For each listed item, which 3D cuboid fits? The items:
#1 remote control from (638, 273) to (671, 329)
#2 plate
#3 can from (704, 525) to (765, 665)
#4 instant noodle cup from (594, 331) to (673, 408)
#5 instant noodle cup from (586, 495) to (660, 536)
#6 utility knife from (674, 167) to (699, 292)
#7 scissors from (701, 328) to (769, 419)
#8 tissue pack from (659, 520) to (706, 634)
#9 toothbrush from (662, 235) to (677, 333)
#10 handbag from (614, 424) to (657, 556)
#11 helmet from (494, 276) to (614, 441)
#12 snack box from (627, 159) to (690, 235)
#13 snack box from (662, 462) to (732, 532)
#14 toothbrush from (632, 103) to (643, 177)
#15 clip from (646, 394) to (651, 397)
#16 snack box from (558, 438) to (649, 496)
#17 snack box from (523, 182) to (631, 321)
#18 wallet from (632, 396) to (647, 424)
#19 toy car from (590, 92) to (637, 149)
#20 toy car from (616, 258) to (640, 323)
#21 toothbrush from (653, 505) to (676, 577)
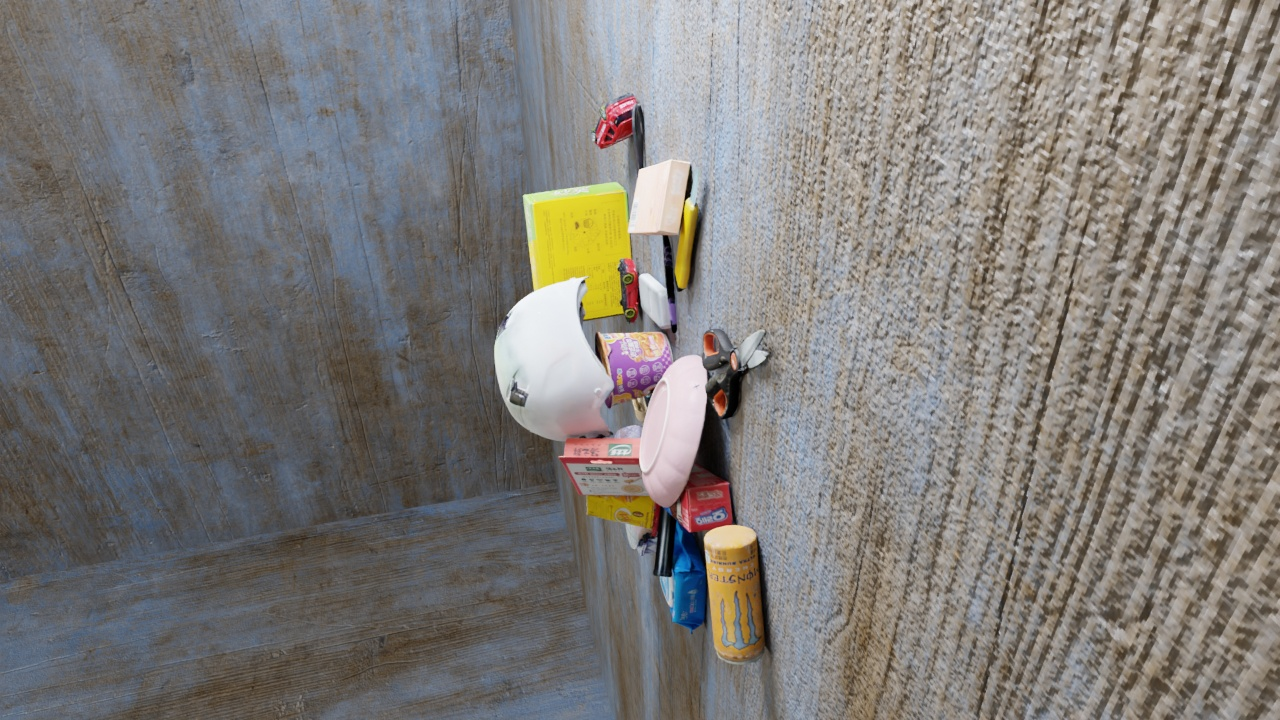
[{"bbox_3d":[0.021,-0.085,1.294,0.136,0.020,0.056,-128,32,-70],"label":"remote control"},{"bbox_3d":[0.034,0.083,1.135,0.192,0.039,0.192,-168,91,-79],"label":"plate"},{"bbox_3d":[0.106,0.260,1.022,0.058,0.058,0.146,-134,36,-73],"label":"can"},{"bbox_3d":[-0.008,0.008,1.312,0.111,0.099,0.111,171,91,-80],"label":"instant noodle cup"},{"bbox_3d":[-0.015,0.190,1.364,0.116,0.123,0.116,95,-179,-58],"label":"instant noodle cup"},{"bbox_3d":[0.057,-0.148,1.058,0.207,0.015,0.033,97,162,-56],"label":"utility knife"},{"bbox_3d":[0.094,-0.011,0.959,0.234,0.021,0.162,96,162,-56],"label":"scissors"},{"bbox_3d":[0.060,0.318,1.336,0.095,0.052,0.157,-112,17,-52],"label":"tissue pack"},{"bbox_3d":[0.037,-0.126,1.195,0.017,0.014,0.189,-152,53,-62],"label":"toothbrush"},{"bbox_3d":[0.003,0.217,1.496,0.134,0.075,0.193,99,159,-59],"label":"handbag"},{"bbox_3d":[-0.130,0.014,1.297,0.259,0.145,0.228,105,154,-66],"label":"helmet"},{"bbox_3d":[0.020,-0.194,1.112,0.157,0.026,0.084,-151,71,-74],"label":"snack box"},{"bbox_3d":[0.064,0.169,1.176,0.207,0.058,0.057,-167,72,-80],"label":"snack box"},{"bbox_3d":[-0.001,-0.267,1.275,0.018,0.015,0.181,-98,4,-58],"label":"toothbrush"},{"bbox_3d":[0.008,0.032,1.488,0.040,0.014,0.056,95,161,-53],"label":"clip"},{"bbox_3d":[-0.043,0.142,1.263,0.127,0.113,0.044,73,-160,-56],"label":"snack box"},{"bbox_3d":[-0.096,-0.171,1.478,0.070,0.157,0.210,-127,30,-62],"label":"snack box"},{"bbox_3d":[-0.006,0.058,1.497,0.115,0.024,0.087,75,176,-62],"label":"wallet"},{"bbox_3d":[-0.034,-0.331,1.293,0.045,0.052,0.121,62,164,2],"label":"toy car"},{"bbox_3d":[-0.017,-0.109,1.449,0.049,0.031,0.106,-113,18,-56],"label":"toy car"},{"bbox_3d":[0.040,0.195,1.287,0.026,0.027,0.212,92,-176,-79],"label":"toothbrush"}]
